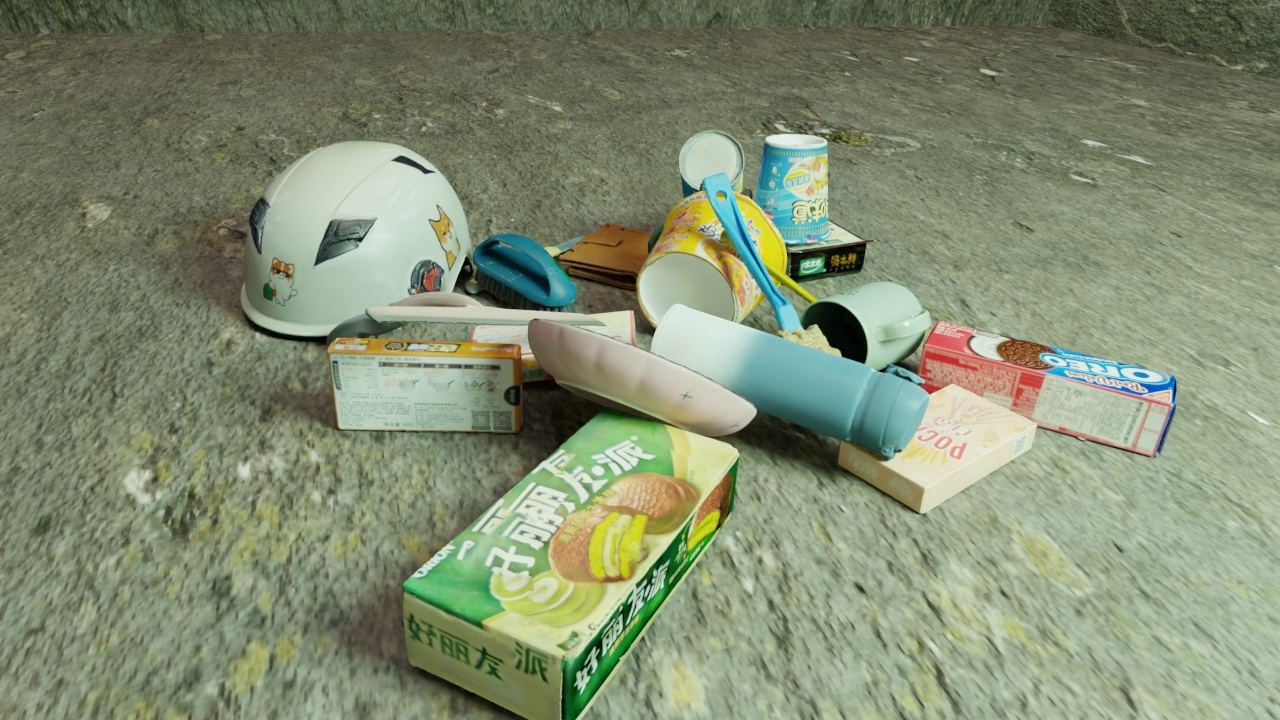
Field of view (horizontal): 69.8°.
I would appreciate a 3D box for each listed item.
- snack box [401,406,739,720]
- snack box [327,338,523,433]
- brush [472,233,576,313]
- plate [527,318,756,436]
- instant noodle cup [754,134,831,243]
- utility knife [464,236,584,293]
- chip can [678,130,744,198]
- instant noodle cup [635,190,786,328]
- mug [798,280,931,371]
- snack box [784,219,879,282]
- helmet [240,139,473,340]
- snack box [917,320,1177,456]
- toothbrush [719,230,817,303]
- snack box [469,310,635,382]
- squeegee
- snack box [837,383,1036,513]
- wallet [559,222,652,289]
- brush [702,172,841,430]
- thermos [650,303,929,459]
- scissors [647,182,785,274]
[{"bbox_3d":[-0.033,0.120,0.597,0.114,0.063,0.239,16,31,24],"label":"snack box"},{"bbox_3d":[-0.175,0.022,0.756,0.154,0.075,0.026,2,29,-2],"label":"snack box"},{"bbox_3d":[-0.124,-0.095,0.973,0.144,0.074,0.055,31,43,33],"label":"brush"},{"bbox_3d":[-0.005,0.022,0.726,0.192,0.039,0.192,22,-7,2],"label":"plate"},{"bbox_3d":[0.176,-0.201,1.059,0.099,0.110,0.099,0,24,0],"label":"instant noodle cup"},{"bbox_3d":[-0.128,-0.119,1.079,0.031,0.022,0.211,23,41,31],"label":"utility knife"},{"bbox_3d":[0.083,-0.191,1.057,0.071,0.071,0.210,6,-9,6],"label":"chip can"},{"bbox_3d":[0.065,-0.087,0.927,0.138,0.138,0.109,14,38,20],"label":"instant noodle cup"},{"bbox_3d":[0.221,-0.030,0.860,0.106,0.082,0.112,-17,5,-38],"label":"mug"},{"bbox_3d":[0.201,-0.136,1.102,0.113,0.053,0.125,-11,32,-22],"label":"snack box"},{"bbox_3d":[-0.302,-0.147,0.974,0.230,0.157,0.273,12,30,18],"label":"helmet"},{"bbox_3d":[0.357,0.023,0.817,0.208,0.058,0.057,16,34,24],"label":"snack box"},{"bbox_3d":[0.147,-0.070,0.897,0.190,0.016,0.015,33,7,-27],"label":"toothbrush"},{"bbox_3d":[-0.082,-0.012,0.854,0.156,0.027,0.077,-6,30,2],"label":"snack box"},{"bbox_3d":[-0.204,-0.037,0.811,0.250,0.040,0.247,-6,-2,38],"label":"squeegee"},{"bbox_3d":[0.246,0.068,0.755,0.157,0.026,0.084,-19,35,-35],"label":"snack box"},{"bbox_3d":[-0.023,-0.127,1.095,0.108,0.031,0.131,16,30,19],"label":"wallet"},{"bbox_3d":[0.114,-0.057,0.818,0.083,0.046,0.254,-19,74,-15],"label":"brush"},{"bbox_3d":[0.117,0.014,0.738,0.221,0.070,0.070,19,32,23],"label":"thermos"},{"bbox_3d":[0.073,-0.128,1.004,0.181,0.170,0.019,-4,51,29],"label":"scissors"}]
